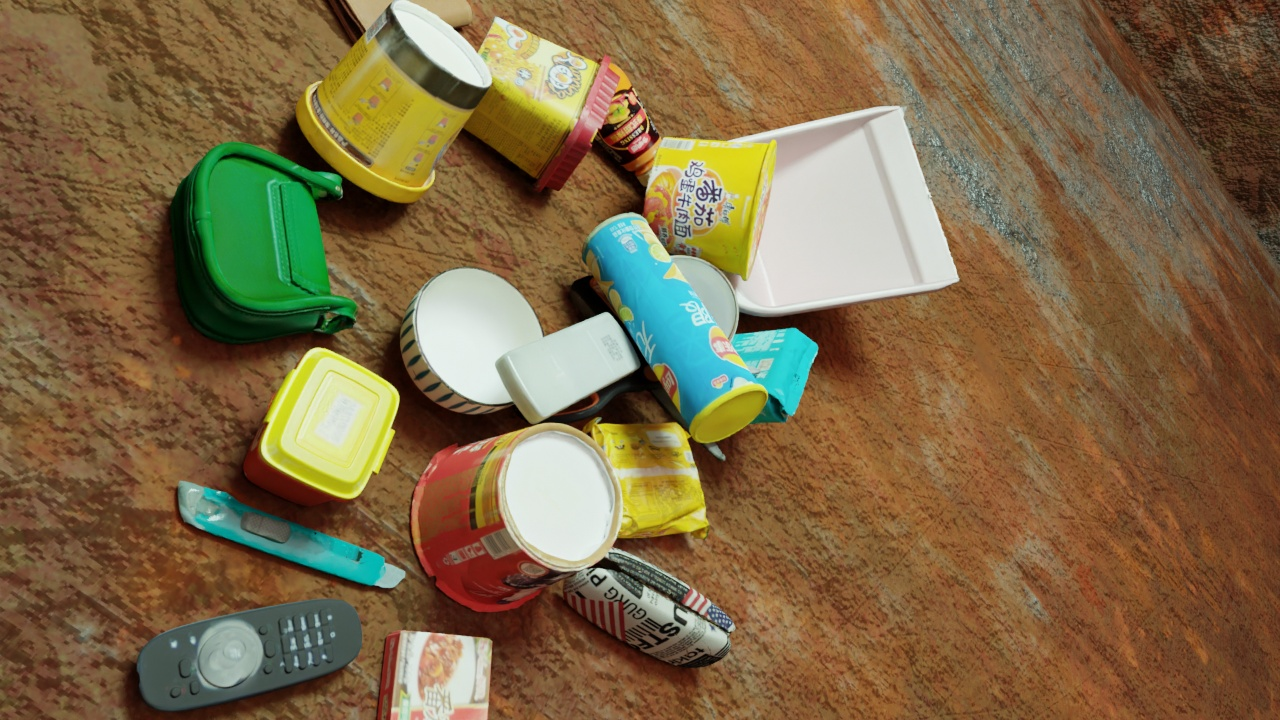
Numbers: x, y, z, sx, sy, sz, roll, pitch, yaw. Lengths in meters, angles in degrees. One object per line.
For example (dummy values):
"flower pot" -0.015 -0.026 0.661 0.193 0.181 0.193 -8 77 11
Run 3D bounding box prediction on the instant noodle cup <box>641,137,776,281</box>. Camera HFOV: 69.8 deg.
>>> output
"instant noodle cup" 0.066 -0.155 0.899 0.110 0.138 0.137 12 55 9

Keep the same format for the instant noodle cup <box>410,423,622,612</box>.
"instant noodle cup" -0.087 0.115 0.692 0.137 0.109 0.137 18 61 -35

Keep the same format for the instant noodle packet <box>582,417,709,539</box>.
"instant noodle packet" 0.005 0.108 0.822 0.128 0.044 0.110 7 65 -41

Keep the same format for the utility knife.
"utility knife" -0.235 0.123 0.625 0.166 0.013 0.029 29 56 -29

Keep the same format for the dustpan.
"dustpan" 0.182 -0.153 0.982 0.138 0.274 0.222 22 49 -68

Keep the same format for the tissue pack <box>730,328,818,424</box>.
"tissue pack" 0.101 0.018 0.882 0.050 0.134 0.093 55 48 -30

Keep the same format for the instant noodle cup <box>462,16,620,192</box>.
"instant noodle cup" -0.101 -0.238 0.844 0.123 0.116 0.116 27 55 -16

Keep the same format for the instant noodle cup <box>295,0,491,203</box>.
"instant noodle cup" -0.187 -0.205 0.718 0.118 0.115 0.118 36 26 -22

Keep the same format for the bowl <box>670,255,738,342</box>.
"bowl" 0.039 -0.038 0.890 0.062 0.113 0.113 63 17 -73

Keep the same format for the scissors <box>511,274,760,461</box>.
"scissors" -0.008 0.007 0.815 0.233 0.022 0.220 -10 56 -18

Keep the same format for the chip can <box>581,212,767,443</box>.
"chip can" 0.025 -0.032 0.791 0.071 0.071 0.210 -3 51 -42

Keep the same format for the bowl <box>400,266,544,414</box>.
"bowl" -0.140 -0.009 0.730 0.116 0.066 0.116 19 58 -35

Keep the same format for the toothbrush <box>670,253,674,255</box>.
"toothbrush" 0.062 -0.064 0.972 0.014 0.016 0.189 -29 89 -41

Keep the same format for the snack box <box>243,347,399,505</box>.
"snack box" -0.219 0.051 0.624 0.082 0.080 0.091 33 53 -25

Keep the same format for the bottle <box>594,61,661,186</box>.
"bottle" -0.012 -0.234 0.951 0.149 0.067 0.066 50 46 -22

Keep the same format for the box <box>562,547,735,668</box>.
"box" 0.014 0.196 0.776 0.163 0.075 0.082 36 41 -21

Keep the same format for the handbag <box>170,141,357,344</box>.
"handbag" -0.264 -0.082 0.653 0.120 0.068 0.131 -3 73 -43

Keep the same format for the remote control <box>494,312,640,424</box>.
"remote control" -0.055 0.003 0.738 0.058 0.021 0.149 59 34 3

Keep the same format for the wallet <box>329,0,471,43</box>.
"wallet" -0.226 -0.342 0.830 0.131 0.031 0.108 -35 97 -45

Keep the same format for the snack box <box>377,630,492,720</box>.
"snack box" -0.144 0.268 0.632 0.075 0.026 0.152 18 60 -34

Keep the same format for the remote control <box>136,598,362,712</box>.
"remote control" -0.245 0.185 0.581 0.136 0.024 0.053 -2 74 -40
